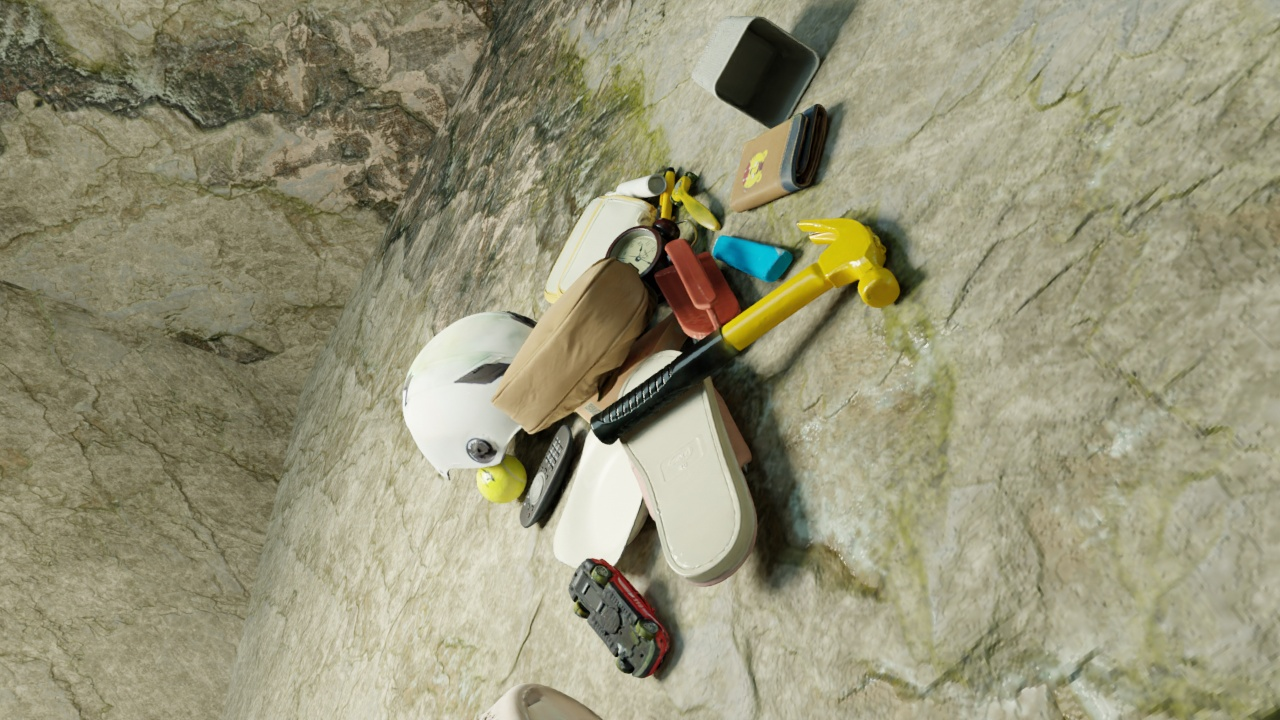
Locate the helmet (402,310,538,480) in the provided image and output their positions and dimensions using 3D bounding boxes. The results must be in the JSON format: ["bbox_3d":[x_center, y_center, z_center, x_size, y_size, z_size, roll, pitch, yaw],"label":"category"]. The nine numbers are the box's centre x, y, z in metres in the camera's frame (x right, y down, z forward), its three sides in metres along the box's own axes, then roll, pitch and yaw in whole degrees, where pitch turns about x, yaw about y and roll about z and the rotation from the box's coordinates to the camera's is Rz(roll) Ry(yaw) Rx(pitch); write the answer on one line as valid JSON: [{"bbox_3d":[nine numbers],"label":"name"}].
[{"bbox_3d":[-0.215,0.022,1.215,0.259,0.146,0.228,-26,28,37],"label":"helmet"}]

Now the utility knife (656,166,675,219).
[{"bbox_3d":[0.027,-0.162,1.107,0.033,0.015,0.191,117,162,-55],"label":"utility knife"}]

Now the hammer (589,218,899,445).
[{"bbox_3d":[0.077,-0.018,0.788,0.301,0.033,0.128,-36,34,21],"label":"hammer"}]

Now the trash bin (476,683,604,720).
[{"bbox_3d":[-0.098,0.373,0.714,0.192,0.227,0.227,-53,26,1],"label":"trash bin"}]

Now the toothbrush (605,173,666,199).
[{"bbox_3d":[-0.013,-0.223,1.209,0.026,0.026,0.221,-33,14,-12],"label":"toothbrush"}]

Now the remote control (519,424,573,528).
[{"bbox_3d":[-0.110,0.143,1.119,0.136,0.024,0.053,-64,27,9],"label":"remote control"}]

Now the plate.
[{"bbox_3d":[-0.028,0.140,0.948,0.164,0.034,0.164,-6,64,62],"label":"plate"}]

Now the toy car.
[{"bbox_3d":[-0.017,0.228,0.823,0.120,0.045,0.053,45,117,39],"label":"toy car"}]

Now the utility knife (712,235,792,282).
[{"bbox_3d":[0.103,-0.105,0.915,0.034,0.018,0.162,-61,24,4],"label":"utility knife"}]

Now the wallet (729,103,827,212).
[{"bbox_3d":[0.136,-0.200,0.916,0.115,0.033,0.090,-10,61,65],"label":"wallet"}]

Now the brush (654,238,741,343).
[{"bbox_3d":[0.057,-0.064,0.895,0.063,0.069,0.145,-23,35,1],"label":"brush"}]

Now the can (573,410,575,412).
[{"bbox_3d":[-0.060,-0.010,1.085,0.148,0.049,0.074,-59,-4,23],"label":"can"}]

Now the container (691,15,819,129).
[{"bbox_3d":[0.117,-0.312,0.981,0.090,0.090,0.114,-59,23,15],"label":"container"}]

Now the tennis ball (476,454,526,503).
[{"bbox_3d":[-0.182,0.155,1.202,0.066,0.065,0.065,-44,33,39],"label":"tennis ball"}]

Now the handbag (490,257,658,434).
[{"bbox_3d":[-0.064,-0.015,0.963,0.205,0.100,0.147,-45,10,28],"label":"handbag"}]

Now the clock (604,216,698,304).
[{"bbox_3d":[0.014,-0.114,1.032,0.122,0.055,0.082,-32,52,16],"label":"clock"}]

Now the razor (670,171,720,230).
[{"bbox_3d":[0.063,-0.178,1.048,0.043,0.028,0.132,-54,30,18],"label":"razor"}]

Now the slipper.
[{"bbox_3d":[0.043,0.088,0.806,0.114,0.054,0.274,-42,34,14],"label":"slipper"}]

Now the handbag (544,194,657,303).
[{"bbox_3d":[-0.038,-0.130,1.148,0.179,0.063,0.163,15,76,58],"label":"handbag"}]

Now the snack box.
[{"bbox_3d":[-0.006,0.006,0.991,0.158,0.026,0.084,-36,15,47],"label":"snack box"}]
